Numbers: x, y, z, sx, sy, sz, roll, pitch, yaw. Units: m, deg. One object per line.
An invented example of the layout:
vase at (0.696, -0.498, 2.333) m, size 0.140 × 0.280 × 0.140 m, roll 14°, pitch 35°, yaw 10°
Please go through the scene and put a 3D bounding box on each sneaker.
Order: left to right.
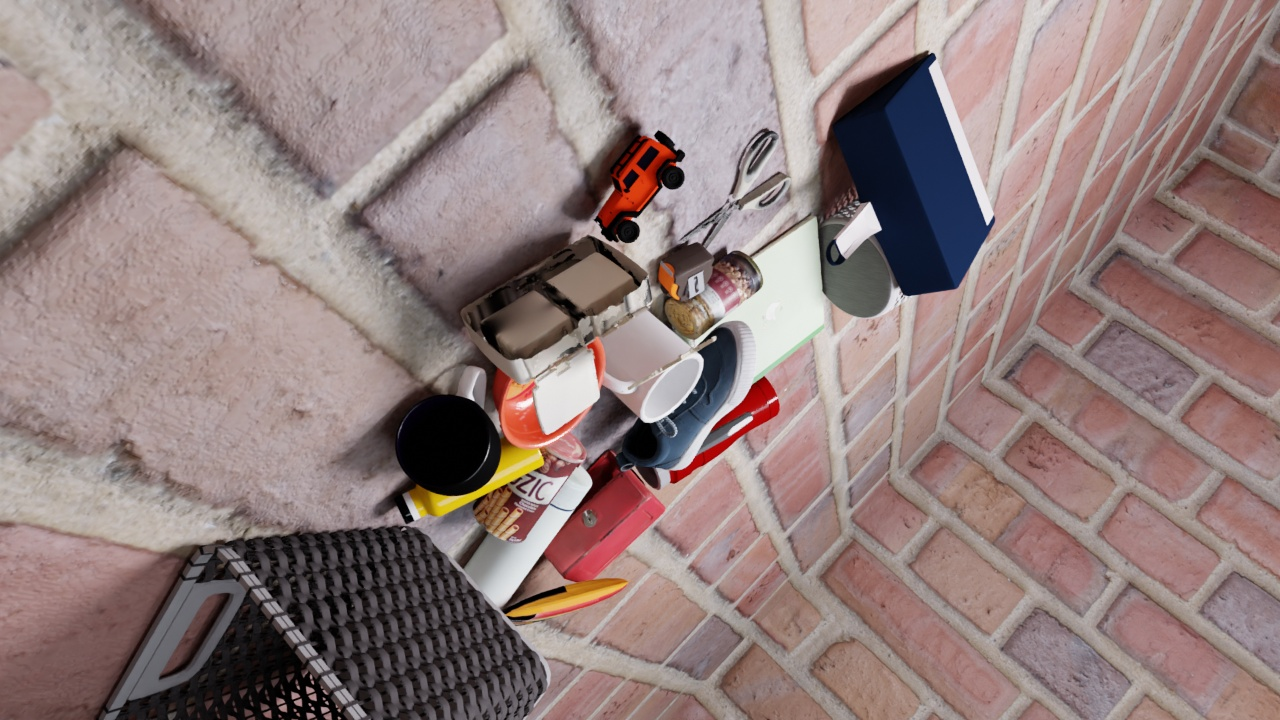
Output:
sneaker at (0.047, 0.044, 1.049) m, size 0.087 × 0.089 × 0.236 m, roll 3°, pitch 132°, yaw -34°

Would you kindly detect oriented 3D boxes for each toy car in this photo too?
toy car at (-0.005, -0.149, 0.790) m, size 0.049 × 0.051 × 0.100 m, roll 37°, pitch 97°, yaw -22°

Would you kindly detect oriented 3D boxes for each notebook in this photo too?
notebook at (0.144, -0.049, 1.154) m, size 0.251 × 0.010 × 0.182 m, roll -35°, pitch 132°, yaw -26°

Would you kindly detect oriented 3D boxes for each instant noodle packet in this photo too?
instant noodle packet at (-0.111, 0.311, 1.171) m, size 0.159 × 0.032 × 0.221 m, roll -10°, pitch 165°, yaw -20°

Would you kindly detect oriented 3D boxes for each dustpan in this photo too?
dustpan at (0.306, -0.194, 1.081) m, size 0.272 × 0.080 × 0.236 m, roll -48°, pitch 118°, yaw -39°

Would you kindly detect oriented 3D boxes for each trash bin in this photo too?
trash bin at (0.333, -0.156, 1.210) m, size 0.183 × 0.156 × 0.157 m, roll -32°, pitch 151°, yaw -26°

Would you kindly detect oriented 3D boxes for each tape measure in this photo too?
tape measure at (0.049, -0.089, 0.975) m, size 0.058 × 0.038 × 0.059 m, roll -29°, pitch 154°, yaw -25°

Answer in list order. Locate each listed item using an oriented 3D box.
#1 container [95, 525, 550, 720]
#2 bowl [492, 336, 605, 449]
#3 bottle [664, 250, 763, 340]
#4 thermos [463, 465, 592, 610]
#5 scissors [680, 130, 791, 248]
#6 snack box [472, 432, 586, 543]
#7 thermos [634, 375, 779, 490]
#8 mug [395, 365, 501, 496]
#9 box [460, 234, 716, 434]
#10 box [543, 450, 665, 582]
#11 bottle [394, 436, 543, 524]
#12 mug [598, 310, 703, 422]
container at (-0.265, 0.307, 0.807) m, size 0.248 × 0.245 × 0.243 m, roll -55°, pitch 158°, yaw 15°
bowl at (-0.095, 0.018, 0.879) m, size 0.130 × 0.045 × 0.131 m, roll -31°, pitch 138°, yaw -34°
bottle at (0.083, -0.074, 1.035) m, size 0.105 × 0.056 × 0.056 m, roll -38°, pitch 153°, yaw -22°
thermos at (-0.145, 0.212, 1.068) m, size 0.230 × 0.068 × 0.067 m, roll -55°, pitch 154°, yaw 14°
scissors at (0.110, -0.176, 0.986) m, size 0.170 × 0.012 × 0.158 m, roll -25°, pitch 147°, yaw -38°
snack box at (-0.120, 0.129, 0.982) m, size 0.121 × 0.072 × 0.072 m, roll -54°, pitch 155°, yaw 15°
thermos at (0.089, 0.089, 1.204) m, size 0.198 × 0.084 × 0.108 m, roll -30°, pitch -168°, yaw -20°
mug at (-0.162, 0.066, 0.832) m, size 0.100 × 0.085 × 0.118 m, roll 80°, pitch 25°, yaw -74°
box at (-0.037, 0.002, 0.768) m, size 0.143 × 0.187 × 0.105 m, roll -33°, pitch 136°, yaw -18°
box at (-0.053, 0.210, 1.196) m, size 0.157 × 0.087 × 0.129 m, roll -46°, pitch 160°, yaw -5°
bottle at (-0.168, 0.115, 0.898) m, size 0.143 × 0.043 × 0.043 m, roll -26°, pitch 149°, yaw -16°
mug at (-0.006, 0.006, 0.966) m, size 0.121 × 0.090 × 0.091 m, roll -14°, pitch 138°, yaw -51°
